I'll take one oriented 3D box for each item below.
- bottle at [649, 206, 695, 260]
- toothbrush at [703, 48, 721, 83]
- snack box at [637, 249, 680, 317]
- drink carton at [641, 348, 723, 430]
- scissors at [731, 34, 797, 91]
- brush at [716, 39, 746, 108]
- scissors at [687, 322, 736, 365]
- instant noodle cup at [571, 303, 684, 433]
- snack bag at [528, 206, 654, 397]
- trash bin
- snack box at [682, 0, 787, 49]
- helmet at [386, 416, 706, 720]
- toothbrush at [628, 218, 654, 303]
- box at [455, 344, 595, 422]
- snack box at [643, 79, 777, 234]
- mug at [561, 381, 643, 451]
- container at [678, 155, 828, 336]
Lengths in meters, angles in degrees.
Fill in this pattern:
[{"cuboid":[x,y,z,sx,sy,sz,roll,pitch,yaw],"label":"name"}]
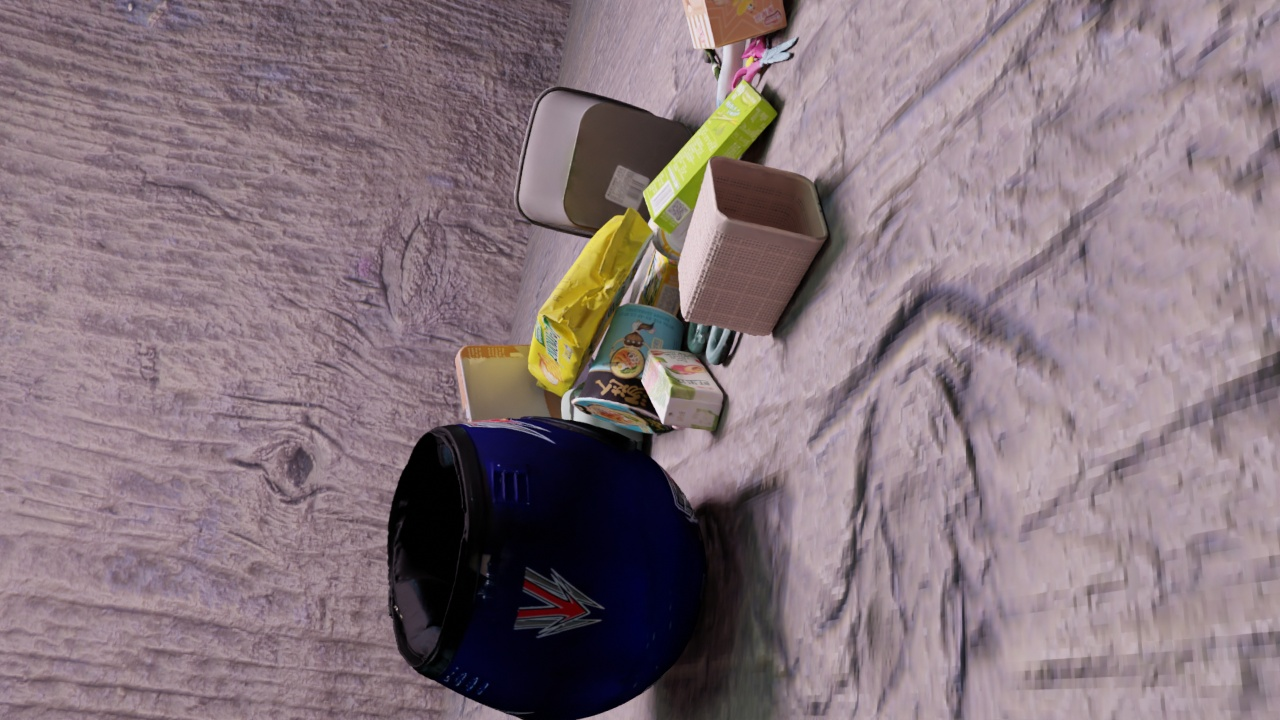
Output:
[{"cuboid":[0.040,-0.142,1.010,0.108,0.063,0.063,-154,77,-76],"label":"bottle"},{"cuboid":[0.092,-0.340,1.092,0.185,0.012,0.017,-98,18,-55],"label":"toothbrush"},{"cuboid":[0.019,-0.063,1.091,0.086,0.033,0.141,-106,29,-64],"label":"snack box"},{"cuboid":[0.038,0.028,0.884,0.122,0.053,0.045,-117,37,-69],"label":"drink carton"},{"cuboid":[0.128,-0.310,0.914,0.072,0.017,0.137,-68,17,-4],"label":"scissors"},{"cuboid":[0.103,-0.411,1.031,0.109,0.060,0.314,-173,93,-73],"label":"brush"},{"cuboid":[0.084,-0.074,0.868,0.161,0.019,0.179,-105,31,-64],"label":"scissors"},{"cuboid":[-0.006,0.006,0.996,0.111,0.111,0.120,147,140,-71],"label":"instant noodle cup"},{"cuboid":[-0.065,-0.060,1.038,0.157,0.068,0.247,-61,2,-21],"label":"snack bag"},{"cuboid":[-0.042,-0.247,1.203,0.220,0.199,0.199,-137,59,-67],"label":"trash bin"},{"cuboid":[0.088,-0.369,0.916,0.092,0.077,0.094,-118,11,-70],"label":"snack box"},{"cuboid":[-0.078,0.172,0.801,0.316,0.240,0.247,10,88,65],"label":"helmet"},{"cuboid":[-0.004,-0.091,1.114,0.016,0.016,0.180,-98,23,-72],"label":"toothbrush"},{"cuboid":[-0.139,0.093,1.179,0.158,0.217,0.180,-45,53,53],"label":"box"},{"cuboid":[0.066,-0.204,0.915,0.157,0.026,0.085,-47,25,18],"label":"snack box"},{"cuboid":[-0.047,0.080,1.067,0.082,0.111,0.106,-24,51,37],"label":"mug"},{"cuboid":[0.082,-0.087,0.737,0.090,0.090,0.111,-92,17,-47],"label":"container"}]
